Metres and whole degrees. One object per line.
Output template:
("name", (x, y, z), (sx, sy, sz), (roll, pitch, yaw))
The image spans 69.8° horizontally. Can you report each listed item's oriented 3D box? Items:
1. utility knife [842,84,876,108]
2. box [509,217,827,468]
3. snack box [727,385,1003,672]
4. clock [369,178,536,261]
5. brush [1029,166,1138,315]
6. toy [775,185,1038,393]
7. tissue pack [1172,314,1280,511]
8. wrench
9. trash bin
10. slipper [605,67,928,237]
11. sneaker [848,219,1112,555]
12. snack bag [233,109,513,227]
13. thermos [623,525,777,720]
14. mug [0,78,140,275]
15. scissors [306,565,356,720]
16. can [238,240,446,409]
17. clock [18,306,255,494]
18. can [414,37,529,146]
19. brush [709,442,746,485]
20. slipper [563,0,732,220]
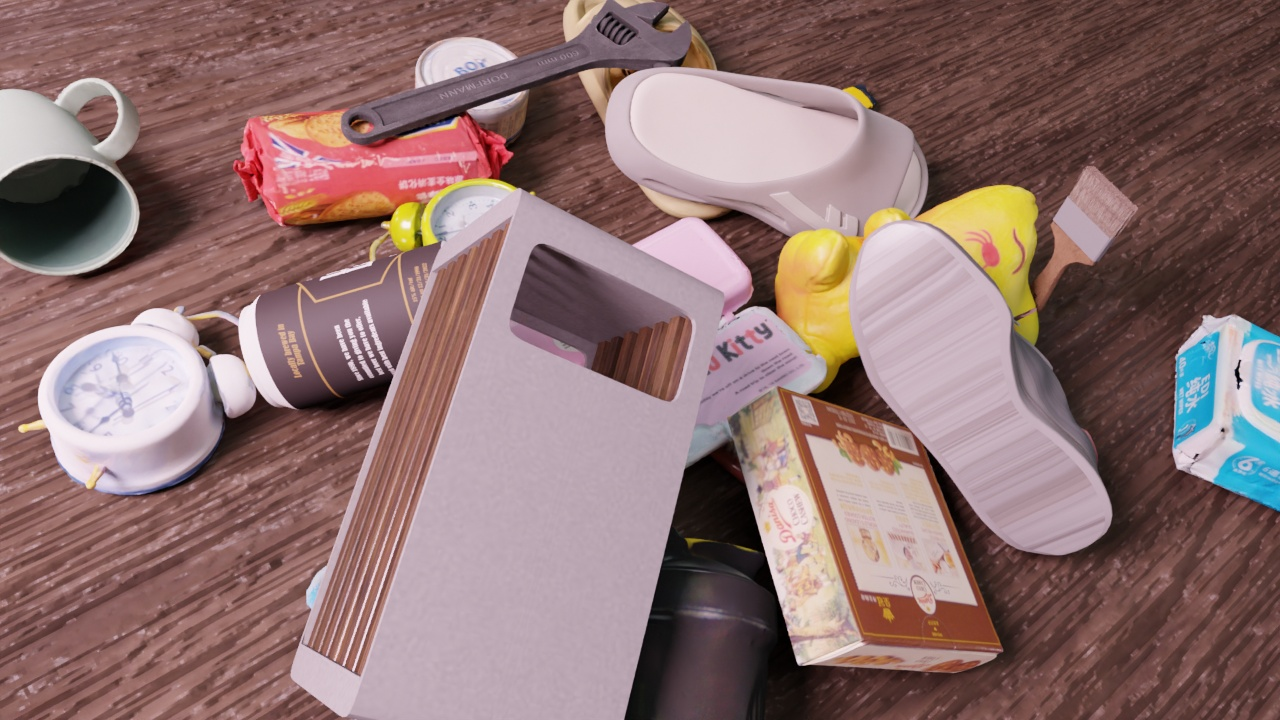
("utility knife", (0.137, -0.198, 0.768), (0.158, 0.017, 0.030), (-28, 62, -27))
("box", (-0.003, 0.004, 0.572), (0.201, 0.037, 0.152), (-31, 61, -15))
("snack box", (0.127, 0.098, 0.517), (0.143, 0.041, 0.146), (18, 47, -40))
("clock", (-0.117, -0.072, 0.607), (0.119, 0.057, 0.083), (-16, 62, -14))
("brush", (0.288, -0.063, 0.635), (0.008, 0.143, 0.045), (-12, 52, -21))
("toy", (0.183, -0.044, 0.636), (0.193, 0.134, 0.087), (-12, 17, -14))
("tissue pack", (0.438, 0.035, 0.653), (0.093, 0.062, 0.144), (24, 55, 4))
("wrench", (-0.076, -0.198, 0.631), (0.272, 0.018, 0.073), (-27, 74, -26))
("trash bin", (-0.061, 0.056, 0.442), (0.114, 0.115, 0.228), (24, 70, -26))
("slipper", (0.110, -0.152, 0.652), (0.265, 0.081, 0.113), (11, 81, -21))
("sneaker", (0.212, 0.008, 0.580), (0.236, 0.099, 0.089), (56, 25, -10))
("snack bag", (-0.181, -0.137, 0.624), (0.176, 0.082, 0.082), (-10, 60, -20))
("thermos", (0.017, 0.193, 0.442), (0.098, 0.098, 0.220), (9, 61, -6))
("mug", (-0.358, -0.125, 0.564), (0.111, 0.084, 0.104), (-43, 60, -1))
("scissors", (-0.106, 0.144, 0.495), (0.139, 0.013, 0.117), (-4, 57, -16))
("can", (-0.157, -0.020, 0.536), (0.128, 0.072, 0.071), (-16, 61, -1))
("clock", (-0.274, 0.017, 0.519), (0.089, 0.052, 0.125), (33, 54, 11))
("can", (-0.128, -0.202, 0.697), (0.086, 0.043, 0.086), (7, 55, -10))
("brush", (0.040, 0.029, 0.590), (0.172, 0.030, 0.040), (37, 57, 13))
("slipper", (0.019, -0.226, 0.725), (0.111, 0.079, 0.261), (-8, 60, -21))
